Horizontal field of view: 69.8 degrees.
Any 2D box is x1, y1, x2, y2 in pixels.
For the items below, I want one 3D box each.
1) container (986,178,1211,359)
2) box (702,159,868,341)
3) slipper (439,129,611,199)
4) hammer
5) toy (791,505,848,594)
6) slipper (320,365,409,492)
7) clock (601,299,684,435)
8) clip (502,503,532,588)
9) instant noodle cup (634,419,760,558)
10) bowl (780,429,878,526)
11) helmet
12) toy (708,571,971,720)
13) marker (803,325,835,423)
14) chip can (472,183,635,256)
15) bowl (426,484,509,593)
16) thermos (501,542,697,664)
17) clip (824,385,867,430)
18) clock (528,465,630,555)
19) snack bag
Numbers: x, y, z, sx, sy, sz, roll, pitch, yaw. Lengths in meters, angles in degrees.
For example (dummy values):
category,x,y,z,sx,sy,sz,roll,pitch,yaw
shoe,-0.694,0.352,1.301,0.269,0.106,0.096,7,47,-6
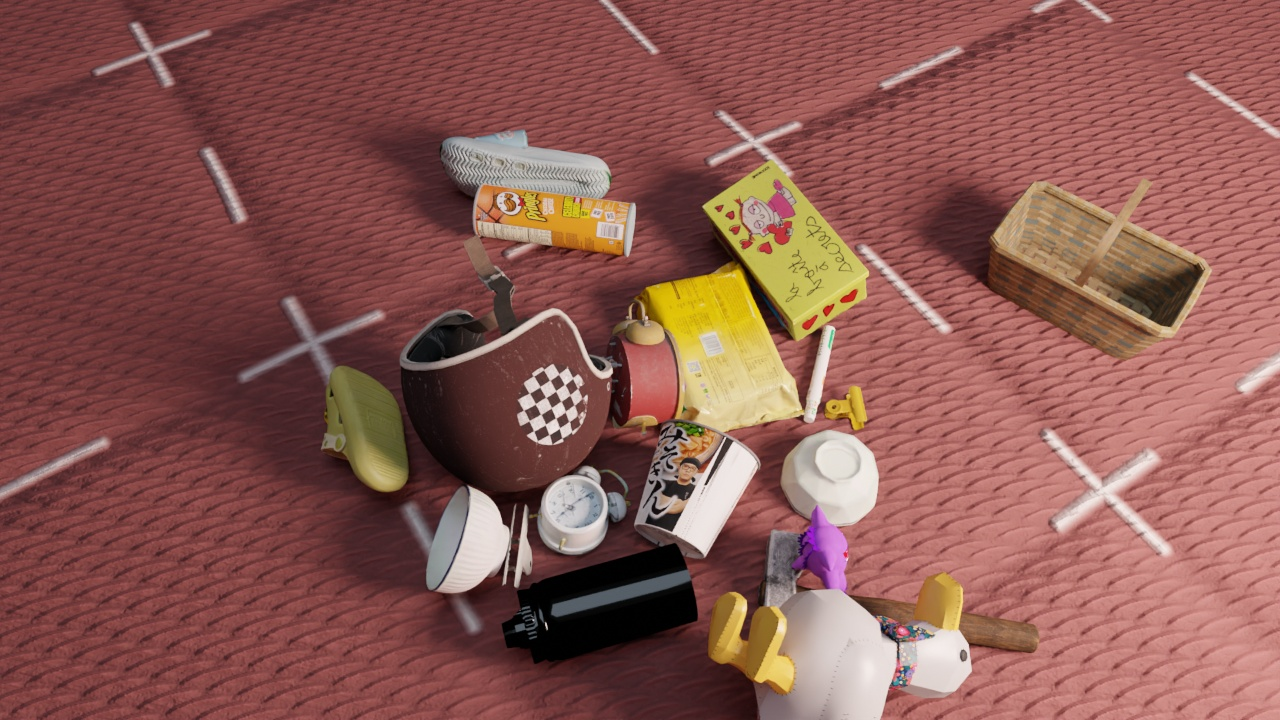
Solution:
category,x,y,z,sx,sy,sz,roll,pitch,yaw
container,0.592,-0.137,1.182,0.250,0.187,0.157,34,62,19
box,0.194,-0.147,1.227,0.124,0.082,0.221,-32,62,1
slipper,-0.164,-0.280,1.321,0.245,0.104,0.074,5,55,-5
hammer,0.272,0.309,0.977,0.300,0.037,0.217,9,57,4
toy,0.191,0.202,0.971,0.056,0.088,0.106,-6,57,1
slipper,-0.333,0.092,1.095,0.082,0.091,0.190,-45,49,18
clock,-0.006,0.006,1.102,0.081,0.117,0.159,-5,94,-17
clip,-0.131,0.216,1.021,0.046,0.056,0.101,0,49,4
instant noodle cup,0.056,0.150,1.038,0.124,0.124,0.121,21,68,12
bowl,0.227,0.131,1.078,0.117,0.061,0.117,0,58,-1
helmet,-0.155,0.018,1.039,0.234,0.254,0.233,3,33,46
toy,0.199,0.301,0.884,0.267,0.141,0.246,22,79,-20
marker,0.230,0.016,1.179,0.017,0.017,0.145,14,58,8
chip can,-0.119,-0.196,1.278,0.215,0.075,0.075,8,57,4
bowl,-0.184,0.202,1.007,0.062,0.118,0.117,22,54,-21
thermos,-0.047,0.262,0.974,0.198,0.086,0.086,-14,58,-9
clip,0.257,0.062,1.151,0.050,0.044,0.053,-23,53,27
clock,-0.066,0.168,1.054,0.117,0.057,0.083,-35,64,-29
snack bag,0.094,-0.018,1.169,0.159,0.068,0.247,-15,58,-9
